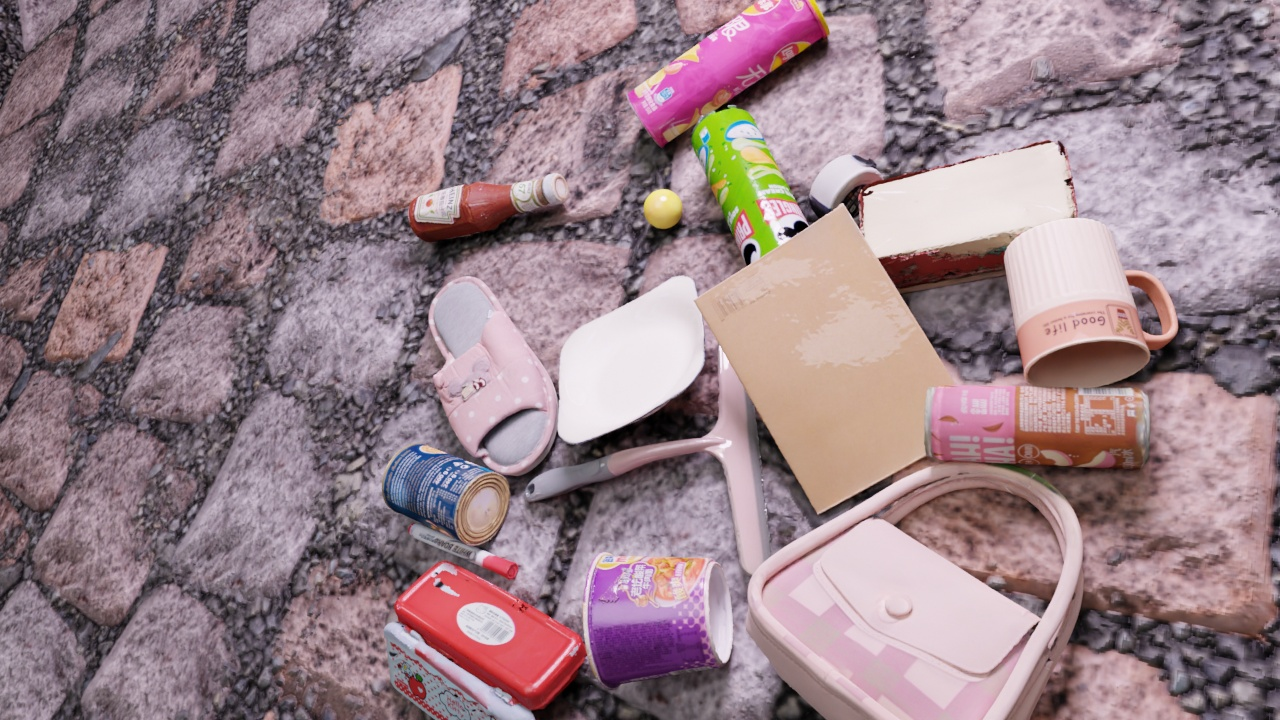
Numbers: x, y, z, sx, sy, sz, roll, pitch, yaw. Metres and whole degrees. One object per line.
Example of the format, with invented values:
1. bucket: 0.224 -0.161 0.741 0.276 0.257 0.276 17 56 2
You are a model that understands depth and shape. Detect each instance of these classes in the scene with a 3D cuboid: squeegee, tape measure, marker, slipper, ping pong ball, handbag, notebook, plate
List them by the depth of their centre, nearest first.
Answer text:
1. handbag: 0.211 0.166 0.654 0.233 0.093 0.193 -42 45 -16
2. notebook: 0.156 -0.001 0.757 0.150 0.012 0.211 -32 80 15
3. tape measure: 0.187 -0.152 0.831 0.066 0.066 0.033 -45 51 5
4. squeegee: -0.012 0.097 0.849 0.250 0.040 0.247 -17 60 24
5. plate: -0.005 0.005 0.871 0.165 0.034 0.163 -27 39 21
6. marker: -0.180 0.189 0.918 0.145 0.017 0.017 12 74 34
7. ping pong ball: 0.023 -0.156 0.948 0.040 0.040 0.040 -13 61 25
8. slipper: -0.168 0.005 0.976 0.114 0.054 0.274 -37 53 10

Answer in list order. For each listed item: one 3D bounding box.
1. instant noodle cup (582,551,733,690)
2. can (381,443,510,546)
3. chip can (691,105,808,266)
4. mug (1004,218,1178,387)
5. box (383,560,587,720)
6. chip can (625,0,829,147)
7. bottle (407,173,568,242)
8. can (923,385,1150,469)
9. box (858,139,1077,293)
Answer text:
1. instant noodle cup: 0.018 0.205 0.740 0.099 0.111 0.111 -10 62 17
2. can: -0.193 0.133 0.916 0.111 0.075 0.075 14 75 34
3. chip can: 0.114 -0.139 0.867 0.072 0.072 0.235 -29 55 16
4. mug: 0.338 -0.042 0.687 0.114 0.082 0.105 -1 63 1
5. box: -0.145 0.281 0.839 0.202 0.098 0.118 17 45 37
6. chip can: 0.090 -0.311 0.964 0.211 0.071 0.071 -32 55 14
7. bottle: -0.178 -0.181 1.069 0.206 0.059 0.059 -7 64 29
8. can: 0.286 0.047 0.671 0.147 0.058 0.057 0 67 24
9. box: 0.269 -0.118 0.760 0.169 0.076 0.091 -10 62 27
